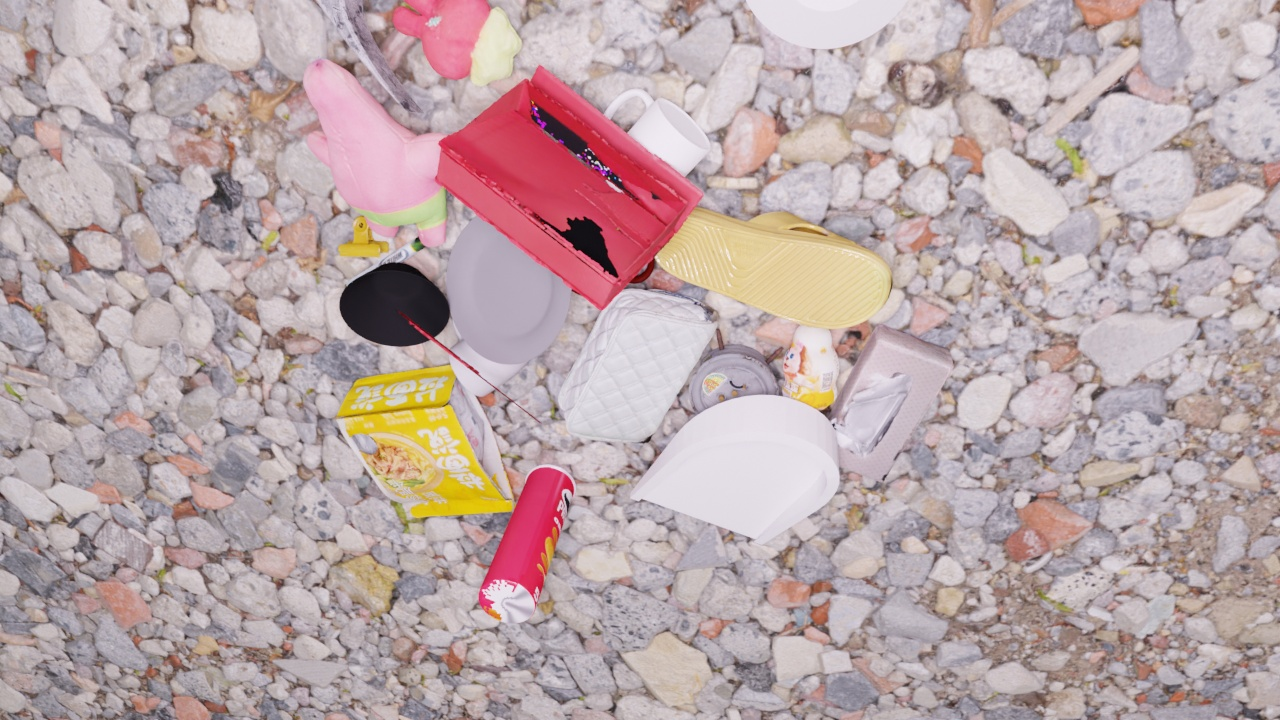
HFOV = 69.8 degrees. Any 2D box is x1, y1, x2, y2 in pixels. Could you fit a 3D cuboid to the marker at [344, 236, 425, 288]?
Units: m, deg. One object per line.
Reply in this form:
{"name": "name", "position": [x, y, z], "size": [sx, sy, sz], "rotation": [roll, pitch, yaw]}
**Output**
{"name": "marker", "position": [-0.293, -0.117, 1.084], "size": [0.147, 0.017, 0.017], "rotation": [-27, 112, 23]}

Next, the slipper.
{"name": "slipper", "position": [0.140, -0.108, 0.983], "size": [0.263, 0.078, 0.100], "rotation": [18, 122, 19]}

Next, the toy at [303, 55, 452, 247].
{"name": "toy", "position": [-0.279, -0.216, 0.957], "size": [0.192, 0.096, 0.237], "rotation": [9, 148, 22]}

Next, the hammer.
{"name": "hammer", "position": [-0.182, -0.406, 0.861], "size": [0.301, 0.037, 0.217], "rotation": [-35, 91, 20]}

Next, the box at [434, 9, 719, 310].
{"name": "box", "position": [-0.007, -0.248, 0.824], "size": [0.213, 0.147, 0.375], "rotation": [39, 114, 3]}

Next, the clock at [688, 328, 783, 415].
{"name": "clock", "position": [0.107, 0.044, 1.084], "size": [0.104, 0.056, 0.148], "rotation": [16, 119, 0]}

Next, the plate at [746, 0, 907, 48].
{"name": "plate", "position": [0.175, -0.374, 0.844], "size": [0.174, 0.036, 0.174], "rotation": [4, 120, 7]}

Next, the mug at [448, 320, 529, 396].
{"name": "mug", "position": [-0.179, -0.025, 1.096], "size": [0.089, 0.071, 0.107], "rotation": [-32, 83, 17]}

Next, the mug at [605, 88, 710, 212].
{"name": "mug", "position": [0.004, -0.224, 0.947], "size": [0.091, 0.073, 0.110], "rotation": [-44, 79, 27]}

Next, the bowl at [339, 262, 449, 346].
{"name": "bowl", "position": [-0.286, -0.077, 1.076], "size": [0.124, 0.052, 0.124], "rotation": [-4, 139, -4]}

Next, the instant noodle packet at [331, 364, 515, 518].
{"name": "instant noodle packet", "position": [-0.271, 0.124, 1.190], "size": [0.163, 0.084, 0.222], "rotation": [-9, 124, 16]}

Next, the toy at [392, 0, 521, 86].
{"name": "toy", "position": [-0.186, -0.331, 0.925], "size": [0.135, 0.045, 0.092], "rotation": [24, 116, 1]}

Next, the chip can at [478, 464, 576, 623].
{"name": "chip can", "position": [-0.135, 0.220, 1.131], "size": [0.069, 0.220, 0.069], "rotation": [4, 120, 7]}

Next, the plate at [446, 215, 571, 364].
{"name": "plate", "position": [-0.149, -0.085, 1.035], "size": [0.179, 0.012, 0.178], "rotation": [3, 96, 31]}

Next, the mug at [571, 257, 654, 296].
{"name": "mug", "position": [-0.031, -0.118, 1.012], "size": [0.105, 0.073, 0.083], "rotation": [9, 124, -24]}

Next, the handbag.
{"name": "handbag", "position": [-0.006, 0.006, 1.061], "size": [0.138, 0.072, 0.195], "rotation": [10, 126, -32]}

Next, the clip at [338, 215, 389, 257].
{"name": "clip", "position": [-0.324, -0.141, 1.073], "size": [0.054, 0.046, 0.048], "rotation": [1, 153, 10]}

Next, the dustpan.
{"name": "dustpan", "position": [0.124, 0.144, 1.089], "size": [0.191, 0.053, 0.259], "rotation": [21, 135, -13]}

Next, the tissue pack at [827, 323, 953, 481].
{"name": "tissue pack", "position": [0.273, 0.056, 1.059], "size": [0.104, 0.071, 0.182], "rotation": [20, 124, -3]}

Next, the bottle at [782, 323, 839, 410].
{"name": "bottle", "position": [0.194, 0.001, 1.041], "size": [0.063, 0.063, 0.109], "rotation": [2, 112, 9]}
